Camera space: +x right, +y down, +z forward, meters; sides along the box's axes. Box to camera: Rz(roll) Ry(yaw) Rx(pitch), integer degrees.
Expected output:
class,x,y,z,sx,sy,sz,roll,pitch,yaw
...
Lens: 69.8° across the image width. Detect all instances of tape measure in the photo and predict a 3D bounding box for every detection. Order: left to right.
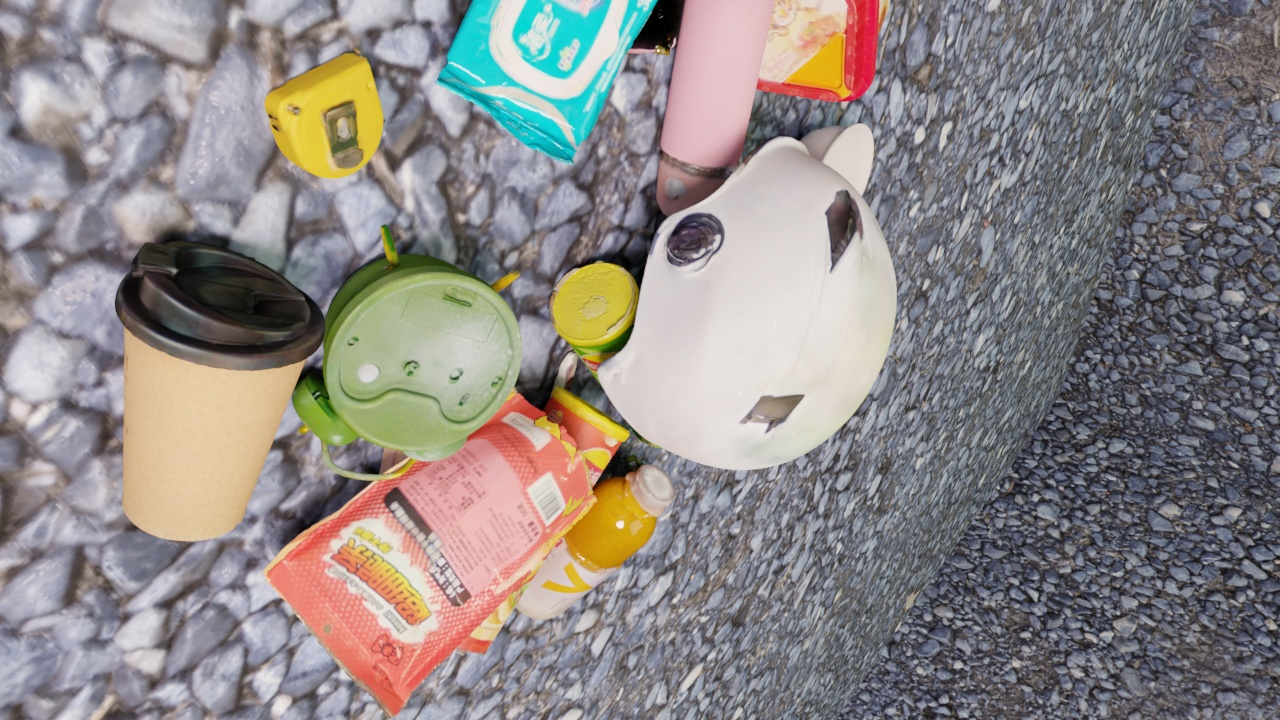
class,x,y,z,sx,sy,sz,roll,pitch,yaw
tape measure,-0.161,-0.124,0.479,0.059,0.029,0.057,-41,145,-31

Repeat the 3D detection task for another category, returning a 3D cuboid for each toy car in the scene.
class,x,y,z,sx,sy,sz,roll,pitch,yaw
toy car,-0.030,0.120,0.860,0.120,0.053,0.045,5,137,-51
toy car,-0.006,-0.235,0.616,0.122,0.037,0.056,-32,139,-60

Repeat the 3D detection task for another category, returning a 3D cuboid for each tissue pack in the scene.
class,x,y,z,sx,sy,sz,roll,pitch,yaw
tissue pack,-0.051,-0.192,0.530,0.093,0.050,0.133,26,94,-20

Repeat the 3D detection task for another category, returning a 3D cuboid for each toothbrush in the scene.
class,x,y,z,sx,sy,sz,roll,pitch,yaw
toothbrush,-0.083,0.079,0.778,0.016,0.017,0.188,-1,115,-53

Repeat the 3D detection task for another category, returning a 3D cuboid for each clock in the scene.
class,x,y,z,sx,sy,sz,roll,pitch,yaw
clock,-0.142,0.006,0.559,0.116,0.056,0.161,17,107,-36

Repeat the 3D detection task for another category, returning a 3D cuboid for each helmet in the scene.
class,x,y,z,sx,sy,sz,roll,pitch,yaw
helmet,0.108,-0.024,0.693,0.259,0.146,0.229,-58,149,4

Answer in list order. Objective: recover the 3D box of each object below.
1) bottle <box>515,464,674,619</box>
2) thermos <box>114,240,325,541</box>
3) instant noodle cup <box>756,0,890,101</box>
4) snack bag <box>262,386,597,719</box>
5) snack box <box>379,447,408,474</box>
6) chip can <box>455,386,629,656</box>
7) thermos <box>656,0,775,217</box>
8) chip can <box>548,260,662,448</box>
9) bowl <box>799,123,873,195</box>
class,x,y,z,sx,sy,sz,roll,pitch,yaw
bottle,-0.044,0.153,0.779,0.190,0.068,0.067,-44,161,32
thermos,-0.218,0.017,0.461,0.092,0.093,0.143,-12,133,-53
instant noodle cup,0.147,-0.288,0.738,0.124,0.117,0.116,-56,151,-32
snack bag,-0.129,0.118,0.617,0.207,0.073,0.128,-41,101,-29
snack box,-0.139,0.047,0.656,0.084,0.026,0.157,-12,124,-51
chip can,-0.095,0.127,0.735,0.216,0.073,0.073,-57,150,1
thermos,0.062,-0.199,0.695,0.067,0.087,0.199,-31,139,-48
chip can,-0.005,0.005,0.780,0.072,0.072,0.221,-54,149,-13
bowl,0.169,-0.181,0.896,0.118,0.065,0.118,-36,141,-35
